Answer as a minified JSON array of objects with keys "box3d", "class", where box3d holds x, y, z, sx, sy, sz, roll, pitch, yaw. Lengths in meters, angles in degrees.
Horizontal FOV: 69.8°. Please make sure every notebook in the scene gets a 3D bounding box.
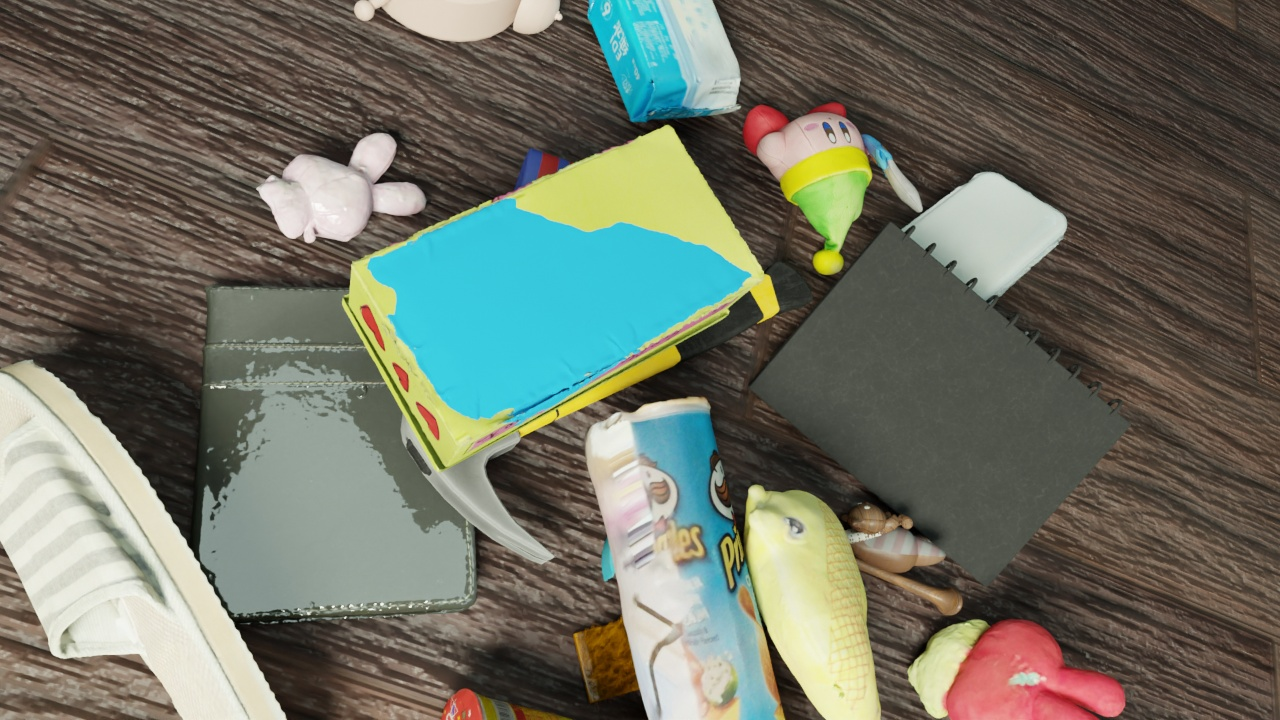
[{"box3d":[-0.182,0.051,0.563,0.169,0.030,0.208,1,71,-18],"class":"notebook"},{"box3d":[0.223,0.030,0.680,0.231,0.019,0.169,40,93,-1],"class":"notebook"}]

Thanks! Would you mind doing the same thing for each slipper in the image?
[{"box3d":[-0.259,0.122,0.461,0.272,0.115,0.053,52,37,3],"class":"slipper"}]

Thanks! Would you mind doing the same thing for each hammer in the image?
[{"box3d":[-0.004,0.004,0.620,0.323,0.034,0.170,-25,81,-30],"class":"hammer"}]

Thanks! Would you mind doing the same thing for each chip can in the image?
[{"box3d":[0.027,0.139,0.523,0.079,0.080,0.229,-7,74,-23],"class":"chip can"}]

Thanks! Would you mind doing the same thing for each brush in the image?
[{"box3d":[0.022,0.181,0.588,0.126,0.017,0.048,-8,71,-23],"class":"brush"}]

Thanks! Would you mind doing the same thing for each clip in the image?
[{"box3d":[0.025,0.109,0.617,0.118,0.033,0.120,35,61,0],"class":"clip"}]

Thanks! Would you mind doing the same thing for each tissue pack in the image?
[{"box3d":[0.018,-0.261,0.753,0.092,0.062,0.144,-13,76,-27],"class":"tissue pack"}]

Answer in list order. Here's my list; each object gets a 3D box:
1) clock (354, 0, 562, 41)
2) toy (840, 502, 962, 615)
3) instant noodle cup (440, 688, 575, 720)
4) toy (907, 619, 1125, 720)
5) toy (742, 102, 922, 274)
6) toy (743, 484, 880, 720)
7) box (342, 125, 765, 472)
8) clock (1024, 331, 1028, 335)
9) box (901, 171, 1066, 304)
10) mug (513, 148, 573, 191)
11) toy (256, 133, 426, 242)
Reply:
[{"box3d":[-0.144,-0.322,0.711,0.160,0.086,0.131,-3,69,-29],"class":"clock"},{"box3d":[0.183,0.137,0.655,0.102,0.041,0.054,22,84,-1],"class":"toy"},{"box3d":[-0.050,0.237,0.498,0.112,0.101,0.100,16,63,-23],"class":"instant noodle cup"},{"box3d":[0.241,0.210,0.600,0.091,0.135,0.045,-48,120,-30],"class":"toy"},{"box3d":[0.154,-0.147,0.757,0.124,0.097,0.131,-7,52,-29],"class":"toy"},{"box3d":[0.106,0.146,0.563,0.065,0.170,0.155,-25,106,13],"class":"toy"},{"box3d":[-0.050,-0.040,0.547,0.220,0.079,0.124,-31,85,-23],"class":"box"},{"box3d":[0.277,0.027,0.735,0.087,0.044,0.124,17,62,-13],"class":"clock"},{"box3d":[0.255,-0.083,0.753,0.213,0.063,0.118,-31,51,-27],"class":"box"},{"box3d":[-0.059,-0.084,0.649,0.076,0.075,0.112,17,90,-13],"class":"mug"},{"box3d":[-0.200,-0.112,0.616,0.109,0.047,0.063,-30,88,-38],"class":"toy"}]
